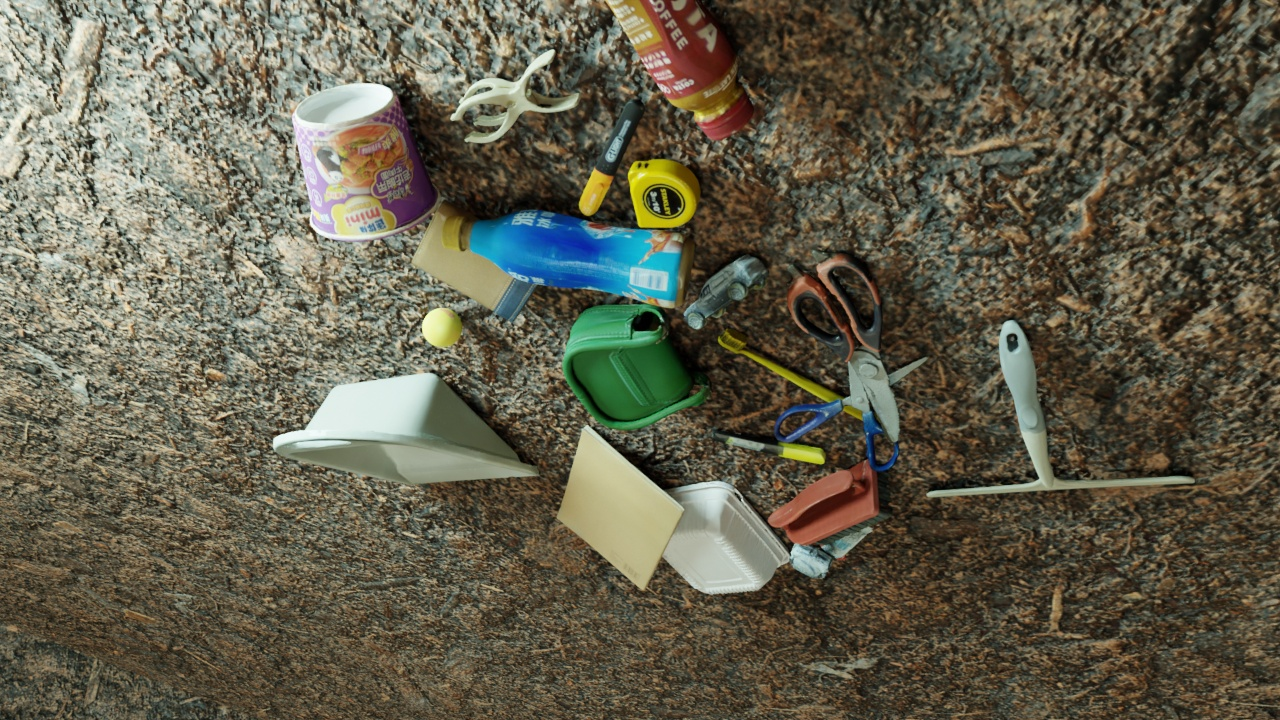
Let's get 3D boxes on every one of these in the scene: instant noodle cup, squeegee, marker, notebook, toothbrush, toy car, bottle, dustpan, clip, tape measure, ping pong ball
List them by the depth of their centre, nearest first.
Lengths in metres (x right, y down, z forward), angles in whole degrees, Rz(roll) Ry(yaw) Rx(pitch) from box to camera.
[{"bbox_3d":[0.018,-0.229,0.623,0.058,0.057,0.175,-16,130,35],"label":"bottle"},{"bbox_3d":[-0.100,-0.204,0.717,0.101,0.034,0.076,-12,131,25],"label":"clip"},{"bbox_3d":[-0.025,-0.163,0.748,0.018,0.015,0.124,22,139,-10],"label":"marker"},{"bbox_3d":[0.020,-0.138,0.749,0.057,0.028,0.060,4,138,19],"label":"tape measure"},{"bbox_3d":[-0.231,-0.167,0.758,0.112,0.111,0.099,6,132,14],"label":"instant noodle cup"},{"bbox_3d":[-0.065,-0.094,0.799,0.219,0.065,0.065,10,140,8],"label":"bottle"},{"bbox_3d":[0.073,-0.060,0.810,0.034,0.042,0.091,54,132,1],"label":"toy car"},{"bbox_3d":[0.361,0.061,0.839,0.247,0.039,0.247,-8,133,28],"label":"squeegee"},{"bbox_3d":[0.159,0.018,0.886,0.190,0.015,0.017,28,133,-11],"label":"toothbrush"},{"bbox_3d":[-0.204,-0.034,0.945,0.040,0.040,0.040,11,140,9],"label":"ping pong ball"},{"bbox_3d":[0.136,0.091,0.981,0.124,0.015,0.018,11,139,14],"label":"marker"},{"bbox_3d":[-0.289,0.117,1.076,0.223,0.142,0.258,-7,133,28],"label":"dustpan"},{"bbox_3d":[0.200,0.238,1.084,0.049,0.031,0.106,24,164,16],"label":"toy car"},{"bbox_3d":[-0.029,0.184,1.102,0.149,0.012,0.212,39,143,16],"label":"notebook"},{"bbox_3d":[0.088,0.225,1.119,0.138,0.060,0.173,-15,131,34],"label":"instant noodle cup"}]

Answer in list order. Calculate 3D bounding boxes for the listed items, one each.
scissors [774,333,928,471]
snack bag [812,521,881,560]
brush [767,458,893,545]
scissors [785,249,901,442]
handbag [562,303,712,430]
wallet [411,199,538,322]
[{"bbox_3d":[0.204,0.046,0.881,0.163,0.012,0.176,-15,122,22],"label":"scissors"},{"bbox_3d":[0.236,0.201,1.057,0.045,0.026,0.106,30,140,5],"label":"snack bag"},{"bbox_3d":[0.202,0.159,0.995,0.069,0.063,0.146,21,144,-22],"label":"brush"},{"bbox_3d":[0.187,-0.002,0.831,0.177,0.015,0.211,16,133,4],"label":"scissors"},{"bbox_3d":[-0.005,0.005,0.893,0.120,0.067,0.131,-10,133,29],"label":"handbag"},{"bbox_3d":[-0.151,-0.092,0.867,0.115,0.033,0.090,29,137,-11],"label":"wallet"}]
